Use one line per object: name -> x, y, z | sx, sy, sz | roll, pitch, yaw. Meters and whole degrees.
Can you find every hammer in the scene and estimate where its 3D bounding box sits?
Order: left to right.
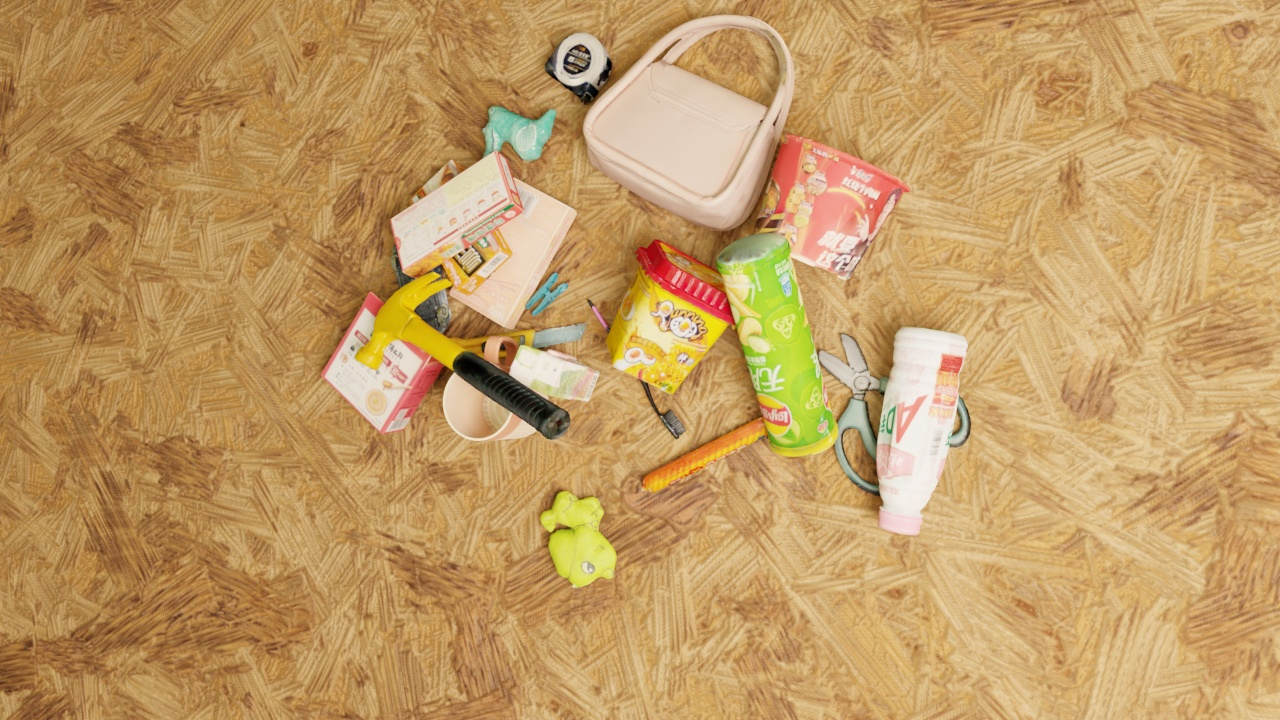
hammer -> -0.180, 0.002, 0.942 | 0.301, 0.033, 0.128 | 29, 87, 37

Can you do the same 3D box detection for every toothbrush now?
toothbrush -> -0.006, 0.006, 1.016 | 0.018, 0.014, 0.189 | -33, 77, 1

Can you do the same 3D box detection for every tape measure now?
tape measure -> -0.067, -0.339, 1.053 | 0.066, 0.033, 0.066 | 42, 100, 13

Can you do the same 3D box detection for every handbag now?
handbag -> 0.070, -0.273, 0.991 | 0.193, 0.093, 0.234 | 30, 86, 17

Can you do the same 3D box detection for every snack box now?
snack box -> -0.297, 0.002, 1.075 | 0.113, 0.044, 0.127 | 40, 107, 16
snack box -> -0.208, -0.163, 1.028 | 0.156, 0.027, 0.077 | -28, 63, 17
snack box -> -0.208, -0.155, 1.060 | 0.075, 0.026, 0.153 | -40, 61, 16
snack box -> -0.148, -0.124, 1.061 | 0.084, 0.026, 0.157 | 31, 94, 17

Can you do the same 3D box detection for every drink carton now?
drink carton -> -0.090, 0.014, 0.983 | 0.053, 0.122, 0.045 | 22, 90, 17

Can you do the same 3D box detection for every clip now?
clip -> -0.108, -0.074, 1.053 | 0.057, 0.014, 0.047 | -43, 78, 10

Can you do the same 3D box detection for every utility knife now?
utility knife -> -0.163, -0.020, 1.062 | 0.216, 0.015, 0.033 | -9, 86, 16

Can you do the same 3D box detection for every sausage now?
sausage -> 0.071, 0.101, 0.981 | 0.165, 0.021, 0.021 | -28, 78, 13

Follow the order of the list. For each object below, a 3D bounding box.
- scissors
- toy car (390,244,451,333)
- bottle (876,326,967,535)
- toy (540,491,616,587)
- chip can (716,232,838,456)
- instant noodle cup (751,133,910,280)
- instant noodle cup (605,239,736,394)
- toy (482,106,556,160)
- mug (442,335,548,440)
scissors -> 0.236, 0.060, 0.938 | 0.177, 0.019, 0.171 | 34, 96, 15
toy car -> -0.257, -0.088, 1.086 | 0.054, 0.036, 0.120 | -10, 92, 19
bottle -> 0.266, 0.068, 0.888 | 0.068, 0.068, 0.197 | 10, 93, 17
toy -> -0.069, 0.198, 1.009 | 0.097, 0.031, 0.100 | 10, 84, 17
chip can -> 0.134, -0.014, 0.893 | 0.073, 0.072, 0.221 | -13, 113, 15
instant noodle cup -> 0.183, -0.149, 0.917 | 0.138, 0.137, 0.109 | 27, 101, 17
instant noodle cup -> 0.028, -0.043, 0.954 | 0.116, 0.116, 0.124 | 26, 108, -18
toy -> -0.149, -0.262, 1.074 | 0.092, 0.030, 0.096 | 29, 101, 21
mug -> -0.154, 0.031, 1.008 | 0.082, 0.106, 0.114 | 3, 86, 16
